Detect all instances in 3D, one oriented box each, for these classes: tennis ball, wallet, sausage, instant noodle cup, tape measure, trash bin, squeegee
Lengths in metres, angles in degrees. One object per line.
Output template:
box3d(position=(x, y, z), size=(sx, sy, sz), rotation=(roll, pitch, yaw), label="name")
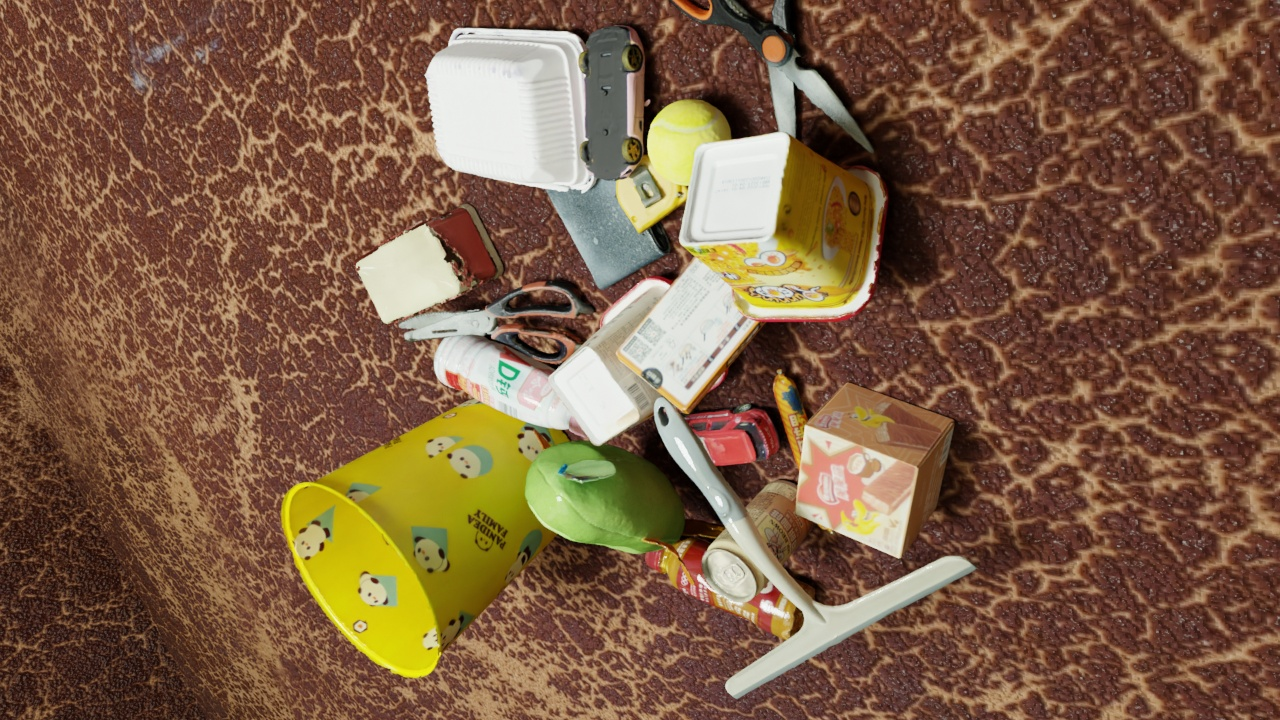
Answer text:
box3d(position=(0.038, -0.168, 0.709), size=(0.065, 0.065, 0.066), rotation=(21, 128, 30), label="tennis ball")
box3d(position=(-0.034, -0.132, 0.829), size=(0.097, 0.019, 0.121), rotation=(-23, 97, 46), label="wallet")
box3d(position=(0.146, 0.082, 0.808), size=(0.021, 0.021, 0.165), rotation=(-5, 112, 42), label="sausage")
box3d(position=(-0.005, 0.005, 0.813), size=(0.116, 0.123, 0.117), rotation=(54, 137, 0), label="instant noodle cup")
box3d(position=(0.007, -0.143, 0.765), size=(0.060, 0.028, 0.057), rotation=(-33, 92, 24), label="tape measure")
box3d(position=(-0.208, 0.168, 0.995), size=(0.230, 0.254, 0.230), rotation=(21, 128, 30), label="trash bin")
box3d(position=(-0.122, -0.217, 0.810), size=(0.174, 0.060, 0.138), rotation=(19, 124, 38), label="instant noodle cup")
box3d(position=(0.084, 0.131, 0.728), size=(0.247, 0.039, 0.246), rotation=(-40, 85, 29), label="squeegee")
box3d(position=(0.097, -0.095, 0.639), size=(0.116, 0.123, 0.116), rotation=(2, 76, 39), label="instant noodle cup")

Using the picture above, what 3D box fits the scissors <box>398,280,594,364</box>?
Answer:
box3d(position=(-0.150, -0.028, 0.949), size=(0.194, 0.015, 0.207), rotation=(40, 124, -7), label="scissors")

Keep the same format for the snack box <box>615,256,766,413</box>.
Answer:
box3d(position=(0.057, -0.039, 0.731), size=(0.075, 0.153, 0.026), rotation=(39, 179, 16), label="snack box")

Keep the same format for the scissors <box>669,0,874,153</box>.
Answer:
box3d(position=(0.087, -0.245, 0.655), size=(0.224, 0.021, 0.221), rotation=(29, 137, 26), label="scissors")

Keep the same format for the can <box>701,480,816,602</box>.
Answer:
box3d(position=(0.108, 0.159, 0.820), size=(0.058, 0.116, 0.059), rotation=(22, 128, 30), label="can")

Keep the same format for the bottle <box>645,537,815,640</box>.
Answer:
box3d(position=(0.086, 0.221, 0.921), size=(0.175, 0.057, 0.057), rotation=(18, 126, 32), label="bottle")

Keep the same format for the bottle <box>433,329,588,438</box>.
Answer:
box3d(position=(-0.127, 0.027, 0.976), size=(0.197, 0.068, 0.068), rotation=(22, 129, 25), label="bottle")

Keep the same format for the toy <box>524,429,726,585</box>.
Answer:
box3d(position=(-0.023, 0.129, 0.850), size=(0.227, 0.246, 0.090), rotation=(33, 94, 32), label="toy")

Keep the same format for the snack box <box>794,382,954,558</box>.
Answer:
box3d(position=(0.186, 0.086, 0.736), size=(0.094, 0.076, 0.093), rotation=(21, 128, 30), label="snack box")

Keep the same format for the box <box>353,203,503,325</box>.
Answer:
box3d(position=(-0.234, -0.095, 0.979), size=(0.169, 0.079, 0.091), rotation=(-15, 104, 45), label="box")

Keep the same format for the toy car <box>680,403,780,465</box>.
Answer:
box3d(position=(0.071, 0.072, 0.850), size=(0.121, 0.045, 0.053), rotation=(-10, 108, 46), label="toy car")

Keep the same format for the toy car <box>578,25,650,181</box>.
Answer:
box3d(position=(-0.021, -0.208, 0.745), size=(0.056, 0.037, 0.122), rotation=(10, 104, 39), label="toy car")
